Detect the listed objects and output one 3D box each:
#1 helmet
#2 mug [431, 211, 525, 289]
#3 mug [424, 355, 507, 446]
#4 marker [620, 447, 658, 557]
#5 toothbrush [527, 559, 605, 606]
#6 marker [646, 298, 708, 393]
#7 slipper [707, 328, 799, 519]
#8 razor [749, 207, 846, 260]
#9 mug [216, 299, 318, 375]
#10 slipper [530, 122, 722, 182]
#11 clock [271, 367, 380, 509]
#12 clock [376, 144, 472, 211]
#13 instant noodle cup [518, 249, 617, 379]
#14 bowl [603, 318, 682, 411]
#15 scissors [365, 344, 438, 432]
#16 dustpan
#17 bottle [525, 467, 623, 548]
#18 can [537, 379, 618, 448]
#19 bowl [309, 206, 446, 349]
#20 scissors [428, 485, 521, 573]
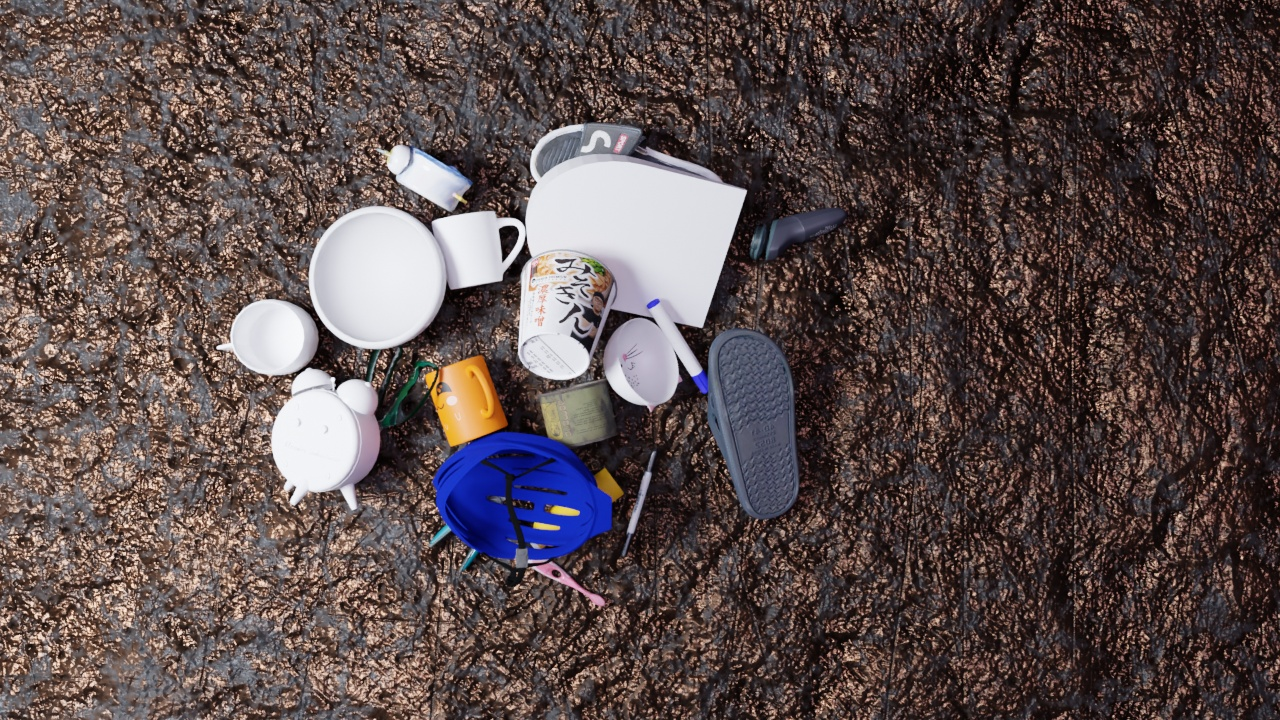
[{"bbox_3d":[-0.157,0.177,1.080,0.242,0.227,0.148,4,105,11],"label":"helmet"},{"bbox_3d":[-0.201,-0.143,1.173,0.114,0.081,0.087,-11,96,-6],"label":"mug"},{"bbox_3d":[-0.212,0.048,1.154,0.077,0.113,0.096,-21,92,-35],"label":"mug"},{"bbox_3d":[-0.001,0.189,1.223,0.011,0.011,0.152,17,88,-5],"label":"marker"},{"bbox_3d":[-0.104,0.286,1.211,0.135,0.016,0.021,33,86,-2],"label":"toothbrush"},{"bbox_3d":[0.052,-0.018,1.209,0.020,0.020,0.141,-35,107,-5],"label":"marker"},{"bbox_3d":[0.145,0.078,1.213,0.110,0.083,0.268,-18,109,-14],"label":"slipper"},{"bbox_3d":[0.212,-0.174,1.235,0.142,0.047,0.052,-18,67,-8],"label":"razor"},{"bbox_3d":[-0.467,-0.026,1.150,0.115,0.068,0.094,-12,90,-6],"label":"mug"},{"bbox_3d":[-0.012,-0.244,1.203,0.264,0.063,0.111,20,87,-7],"label":"slipper"},{"bbox_3d":[-0.393,0.096,1.133,0.125,0.072,0.161,12,92,17],"label":"clock"},{"bbox_3d":[-0.276,-0.238,1.163,0.125,0.089,0.052,30,93,-6],"label":"clock"},{"bbox_3d":[-0.097,-0.050,1.126,0.123,0.124,0.121,12,50,-6],"label":"instant noodle cup"},{"bbox_3d":[-0.007,0.007,1.189,0.114,0.051,0.114,21,60,-42],"label":"bowl"},{"bbox_3d":[-0.342,0.053,1.176,0.210,0.015,0.137,-50,60,15],"label":"scissors"},{"bbox_3d":[-0.018,-0.164,1.185,0.257,0.053,0.192,11,113,-13],"label":"dustpan"},{"bbox_3d":[-0.091,0.200,1.198,0.143,0.043,0.043,-36,93,-5],"label":"bottle"},{"bbox_3d":[-0.079,0.070,1.177,0.090,0.090,0.074,-13,91,-6],"label":"can"},{"bbox_3d":[-0.322,-0.102,1.158,0.177,0.066,0.176,0,89,10],"label":"bowl"},{"bbox_3d":[-0.213,0.210,1.198,0.126,0.019,0.154,0,88,-8],"label":"scissors"}]
